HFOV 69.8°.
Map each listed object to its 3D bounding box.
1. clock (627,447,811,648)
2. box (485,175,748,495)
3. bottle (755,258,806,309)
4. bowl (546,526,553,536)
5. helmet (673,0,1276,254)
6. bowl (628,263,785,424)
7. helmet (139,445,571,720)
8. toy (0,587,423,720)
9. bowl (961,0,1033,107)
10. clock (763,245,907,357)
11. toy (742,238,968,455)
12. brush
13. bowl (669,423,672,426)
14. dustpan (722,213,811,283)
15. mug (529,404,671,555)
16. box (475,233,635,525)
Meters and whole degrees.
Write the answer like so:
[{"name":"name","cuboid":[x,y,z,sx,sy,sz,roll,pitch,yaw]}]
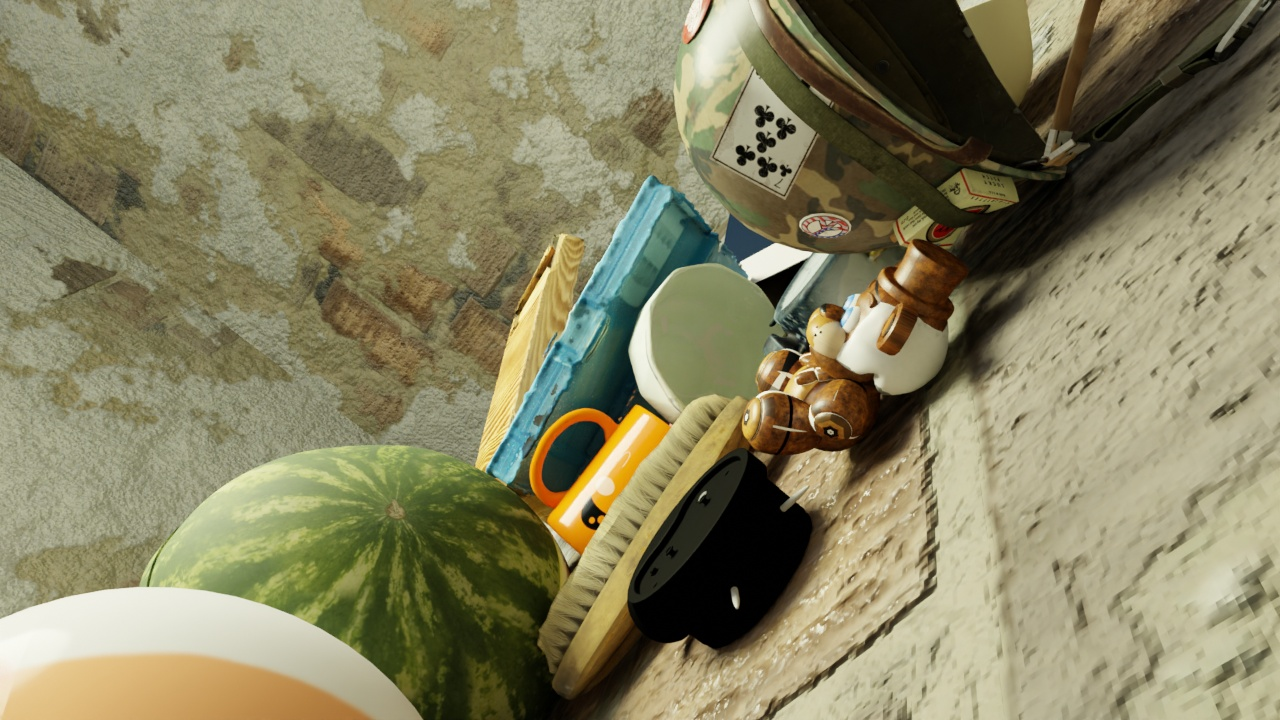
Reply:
[{"name":"clock","cuboid":[0.034,0.092,0.441,0.091,0.042,0.121,-54,5,-25]},{"name":"box","cuboid":[-0.004,0.004,0.679,0.231,0.033,0.174,-61,-33,-4]},{"name":"bottle","cuboid":[0.130,-0.076,0.814,0.046,0.045,0.184,-48,6,41]},{"name":"bowl","cuboid":[-0.115,0.211,0.860,0.120,0.066,0.120,-51,4,5]},{"name":"helmet","cuboid":[0.124,-0.152,0.436,0.237,0.192,0.224,-31,-17,25]},{"name":"bowl","cuboid":[0.040,-0.002,0.627,0.061,0.117,0.117,-28,22,54]},{"name":"helmet","cuboid":[-0.159,0.164,0.565,0.248,0.243,0.212,99,168,-45]},{"name":"toy","cuboid":[-0.190,0.220,0.317,0.262,0.265,0.281,-54,21,-6]},{"name":"bowl","cuboid":[0.199,-0.169,0.586,0.118,0.074,0.118,-23,2,1]},{"name":"clock","cuboid":[0.119,-0.034,0.572,0.130,0.052,0.090,-54,2,35]},{"name":"toy","cuboid":[0.101,-0.005,0.421,0.113,0.067,0.087,-63,-2,30]},{"name":"brush","cuboid":[0.005,0.101,0.523,0.195,0.043,0.059,-56,-28,-12]},{"name":"bowl","cuboid":[0.028,0.041,0.798,0.122,0.035,0.121,-51,18,24]},{"name":"dustpan","cuboid":[0.188,-0.180,0.779,0.237,0.080,0.272,-25,44,49]},{"name":"mug","cuboid":[-0.015,0.079,0.599,0.096,0.112,0.078,-52,1,-6]},{"name":"box","cuboid":[-0.085,0.045,0.980,0.258,0.220,0.280,-55,7,-18]}]
